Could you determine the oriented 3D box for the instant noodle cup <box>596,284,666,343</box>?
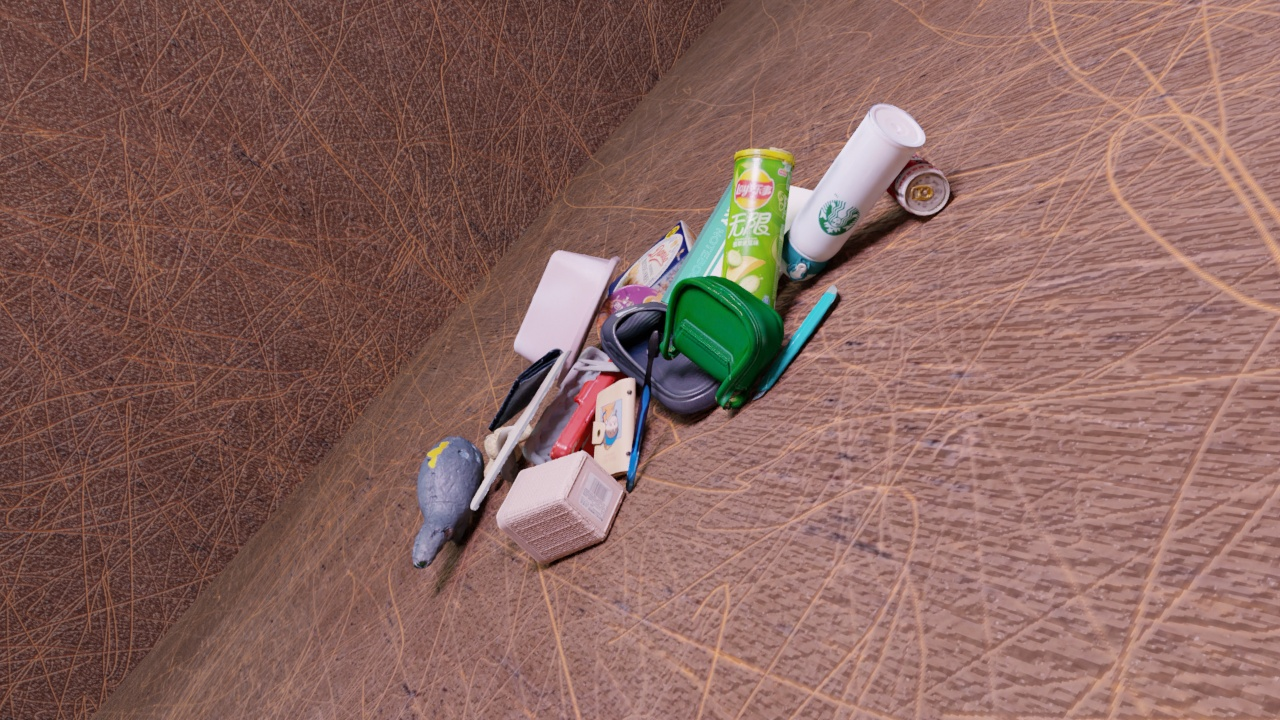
[{"bbox_3d":[-0.011,-0.061,1.346,0.111,0.111,0.099,-45,11,4],"label":"instant noodle cup"}]

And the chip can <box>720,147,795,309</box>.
[{"bbox_3d":[0.131,-0.131,1.068,0.073,0.072,0.221,-178,96,-66],"label":"chip can"}]

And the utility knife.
[{"bbox_3d":[0.171,-0.020,1.000,0.161,0.013,0.029,-52,16,-10],"label":"utility knife"}]

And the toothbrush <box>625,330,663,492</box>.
[{"bbox_3d":[0.004,0.058,1.058,0.016,0.014,0.189,10,-91,-68],"label":"toothbrush"}]

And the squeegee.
[{"bbox_3d":[-0.180,0.123,1.266,0.245,0.039,0.247,-61,-3,-25],"label":"squeegee"}]

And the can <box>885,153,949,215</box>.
[{"bbox_3d":[0.302,-0.204,1.032,0.053,0.053,0.132,-41,19,16],"label":"can"}]

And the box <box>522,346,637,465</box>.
[{"bbox_3d":[-0.082,0.066,1.239,0.092,0.094,0.200,14,53,24],"label":"box"}]

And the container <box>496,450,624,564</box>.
[{"bbox_3d":[-0.088,0.167,1.055,0.111,0.090,0.089,-26,27,40],"label":"container"}]

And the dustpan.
[{"bbox_3d":[-0.076,-0.053,1.395,0.273,0.139,0.222,9,-75,-64],"label":"dustpan"}]

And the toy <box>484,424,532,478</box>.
[{"bbox_3d":[-0.210,0.131,1.386,0.105,0.066,0.157,-57,0,-12],"label":"toy"}]

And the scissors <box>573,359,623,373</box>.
[{"bbox_3d":[-0.010,0.017,1.186,0.173,0.012,0.128,-16,39,2],"label":"scissors"}]

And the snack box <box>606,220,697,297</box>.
[{"bbox_3d":[0.023,-0.135,1.512,0.183,0.046,0.177,-42,19,15],"label":"snack box"}]

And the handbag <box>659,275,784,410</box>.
[{"bbox_3d":[0.084,-0.024,1.003,0.067,0.131,0.120,-7,-53,-50],"label":"handbag"}]

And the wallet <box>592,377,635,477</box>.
[{"bbox_3d":[-0.033,0.086,1.126,0.087,0.024,0.115,-22,63,53],"label":"wallet"}]

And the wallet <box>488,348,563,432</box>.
[{"bbox_3d":[-0.154,0.040,1.237,0.097,0.019,0.120,-58,-9,31],"label":"wallet"}]

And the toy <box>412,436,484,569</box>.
[{"bbox_3d":[-0.288,0.190,1.386,0.356,0.091,0.138,-93,12,-73],"label":"toy"}]

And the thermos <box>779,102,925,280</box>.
[{"bbox_3d":[0.226,-0.178,1.030,0.225,0.073,0.073,-58,4,46],"label":"thermos"}]

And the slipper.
[{"bbox_3d":[0.022,-0.028,1.133,0.110,0.083,0.268,-32,33,-9],"label":"slipper"}]

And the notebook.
[{"bbox_3d":[0.132,-0.144,1.193,0.150,0.012,0.209,23,77,40],"label":"notebook"}]
